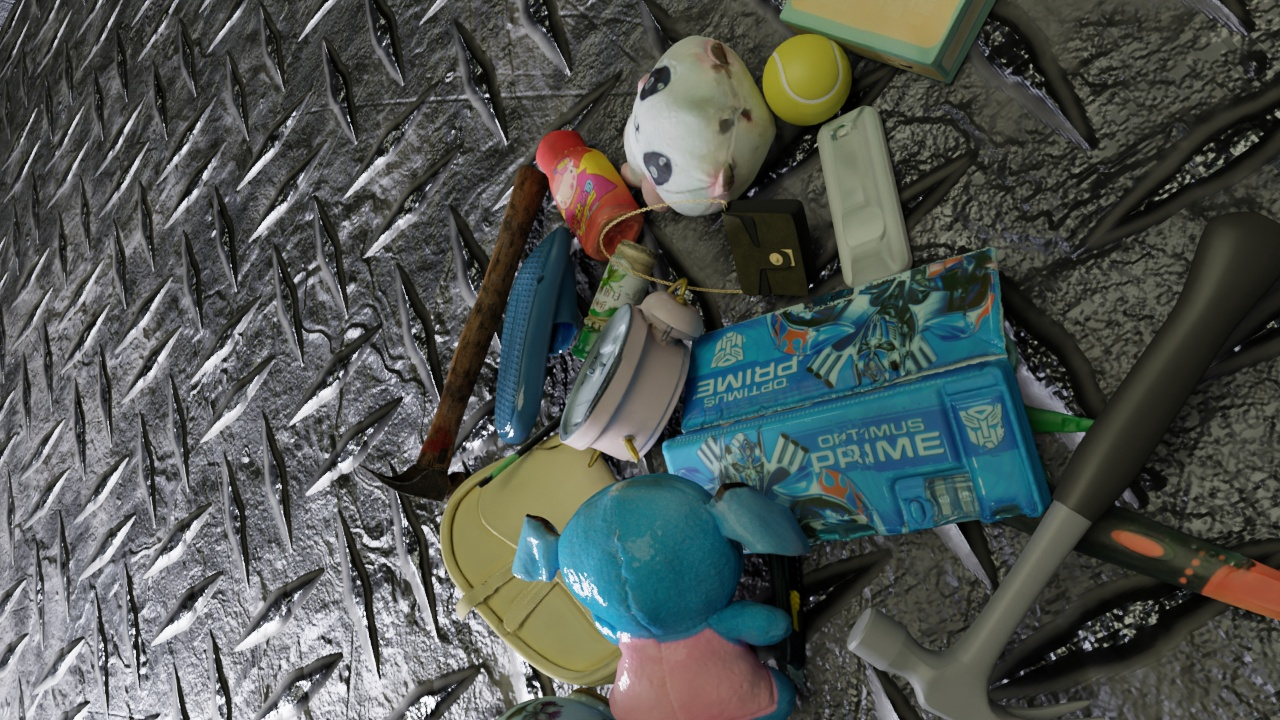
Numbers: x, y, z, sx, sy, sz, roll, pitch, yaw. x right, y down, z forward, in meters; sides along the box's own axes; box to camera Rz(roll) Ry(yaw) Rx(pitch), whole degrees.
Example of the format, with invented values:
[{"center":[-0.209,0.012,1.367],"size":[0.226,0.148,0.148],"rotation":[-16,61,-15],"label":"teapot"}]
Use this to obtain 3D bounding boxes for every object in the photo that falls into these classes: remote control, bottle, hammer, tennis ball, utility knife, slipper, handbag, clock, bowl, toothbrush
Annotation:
[{"center":[0.159,-0.119,0.663],"size":[0.050,0.022,0.133],"rotation":[-19,69,35],"label":"remote control"},{"center":[-0.020,-0.047,0.784],"size":[0.043,0.042,0.110],"rotation":[27,96,40],"label":"bottle"},{"center":[0.245,0.063,0.486],"size":[0.125,0.029,0.311],"rotation":[32,95,8],"label":"hammer"},{"center":[-0.157,-0.029,0.861],"size":[0.033,0.120,0.330],"rotation":[14,84,40],"label":"hammer"},{"center":[0.124,-0.208,0.683],"size":[0.065,0.065,0.065],"rotation":[-10,75,38],"label":"tennis ball"},{"center":[0.103,0.142,0.652],"size":[0.020,0.028,0.174],"rotation":[-15,73,42],"label":"utility knife"},{"center":[-0.084,-0.026,0.805],"size":[0.104,0.059,0.213],"rotation":[136,146,-54],"label":"slipper"},{"center":[0.293,0.109,0.496],"size":[0.333,0.033,0.133],"rotation":[22,97,39],"label":"hammer"},{"center":[-0.049,-0.152,0.820],"size":[0.134,0.048,0.072],"rotation":[59,141,33],"label":"bottle"},{"center":[0.043,-0.086,0.706],"size":[0.178,0.084,0.027],"rotation":[6,42,32],"label":"handbag"},{"center":[-0.004,0.004,0.705],"size":[0.157,0.059,0.117],"rotation":[-67,13,-16],"label":"clock"},{"center":[-0.046,0.305,0.683],"size":[0.160,0.160,0.093],"rotation":[6,44,40],"label":"bowl"},{"center":[-0.059,0.045,0.759],"size":[0.188,0.014,0.017],"rotation":[-41,64,-10],"label":"toothbrush"},{"center":[-0.057,0.160,0.743],"size":[0.191,0.088,0.232],"rotation":[-50,54,16],"label":"handbag"}]

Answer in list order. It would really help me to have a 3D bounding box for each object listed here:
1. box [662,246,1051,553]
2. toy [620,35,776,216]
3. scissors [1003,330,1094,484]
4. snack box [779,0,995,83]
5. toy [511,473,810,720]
[{"center":[0.121,0.032,0.599],"size":[0.244,0.059,0.175],"rotation":[-17,70,37],"label":"box"},{"center":[0.033,-0.182,0.741],"size":[0.180,0.101,0.139],"rotation":[0,94,59],"label":"toy"},{"center":[0.231,0.028,0.581],"size":[0.127,0.011,0.123],"rotation":[4,86,40],"label":"scissors"},{"center":[0.203,-0.311,0.653],"size":[0.141,0.044,0.194],"rotation":[36,104,38],"label":"snack box"},{"center":[0.009,0.165,0.610],"size":[0.224,0.098,0.191],"rotation":[-10,102,25],"label":"toy"}]
